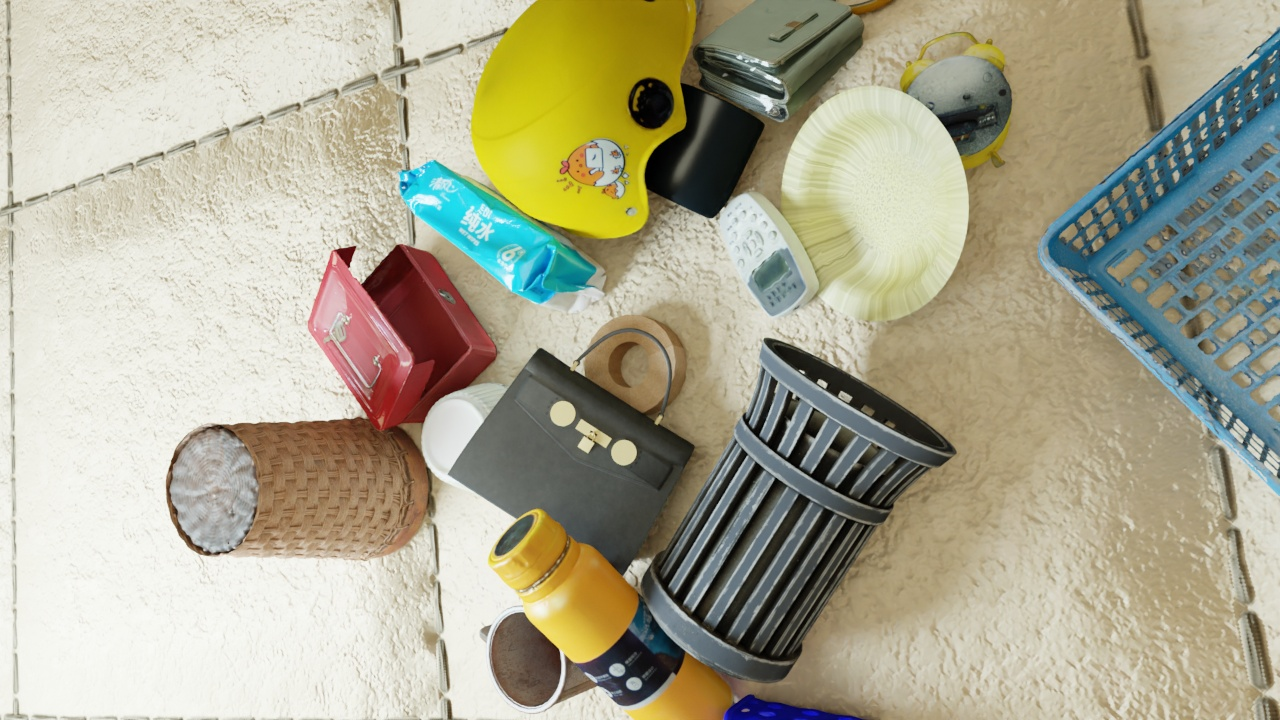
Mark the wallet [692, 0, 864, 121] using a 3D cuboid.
[{"bbox_3d":[0.119,-0.266,0.779,0.100,0.054,0.131,31,56,22],"label":"wallet"}]

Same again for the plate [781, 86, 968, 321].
[{"bbox_3d":[0.194,-0.126,0.743,0.184,0.036,0.184,23,120,48],"label":"plate"}]

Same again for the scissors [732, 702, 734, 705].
[{"bbox_3d":[0.002,0.287,0.838,0.178,0.016,0.101,43,104,22],"label":"scissors"}]

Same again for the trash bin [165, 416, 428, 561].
[{"bbox_3d":[-0.333,0.130,0.901,0.151,0.209,0.151,-2,85,25],"label":"trash bin"}]

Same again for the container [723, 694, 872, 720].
[{"bbox_3d":[0.130,0.326,0.735,0.114,0.084,0.085,2,85,24],"label":"container"}]

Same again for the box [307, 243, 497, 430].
[{"bbox_3d":[-0.246,-0.026,0.947,0.157,0.126,0.137,52,127,17],"label":"box"}]

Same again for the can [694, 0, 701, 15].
[{"bbox_3d":[0.006,-0.344,0.869,0.097,0.054,0.054,4,87,26],"label":"can"}]

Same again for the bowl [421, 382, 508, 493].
[{"bbox_3d":[-0.166,0.077,0.908,0.115,0.062,0.115,-3,84,25],"label":"bowl"}]

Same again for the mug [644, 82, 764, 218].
[{"bbox_3d":[0.043,-0.191,0.828,0.121,0.085,0.094,40,107,51],"label":"mug"}]

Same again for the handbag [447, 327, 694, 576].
[{"bbox_3d":[-0.040,0.062,0.820,0.176,0.072,0.196,33,94,1],"label":"handbag"}]

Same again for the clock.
[{"bbox_3d":[0.254,-0.209,0.737,0.083,0.057,0.118,-9,82,25],"label":"clock"}]

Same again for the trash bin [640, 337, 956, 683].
[{"bbox_3d":[0.112,0.122,0.723,0.164,0.164,0.228,35,104,24],"label":"trash bin"}]

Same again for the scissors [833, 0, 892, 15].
[{"bbox_3d":[0.255,-0.375,0.774,0.229,0.016,0.114,-18,79,23],"label":"scissors"}]

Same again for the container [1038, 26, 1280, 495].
[{"bbox_3d":[0.490,-0.103,0.598,0.363,0.089,0.257,-43,69,16],"label":"container"}]

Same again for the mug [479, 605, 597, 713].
[{"bbox_3d":[-0.083,0.253,0.826,0.123,0.110,0.096,9,88,35],"label":"mug"}]

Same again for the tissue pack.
[{"bbox_3d":[-0.134,-0.121,0.882,0.209,0.117,0.066,36,98,24],"label":"tissue pack"}]

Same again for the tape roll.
[{"bbox_3d":[-0.005,0.005,0.857,0.094,0.027,0.094,-2,84,25],"label":"tape roll"}]

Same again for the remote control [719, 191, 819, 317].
[{"bbox_3d":[0.111,-0.094,0.803,0.060,0.028,0.114,-40,69,40],"label":"remote control"}]

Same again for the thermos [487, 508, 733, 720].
[{"bbox_3d":[-0.028,0.220,0.749,0.232,0.092,0.076,48,67,-16],"label":"thermos"}]

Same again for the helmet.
[{"bbox_3d":[-0.065,-0.233,0.792,0.209,0.139,0.240,45,120,52],"label":"helmet"}]
